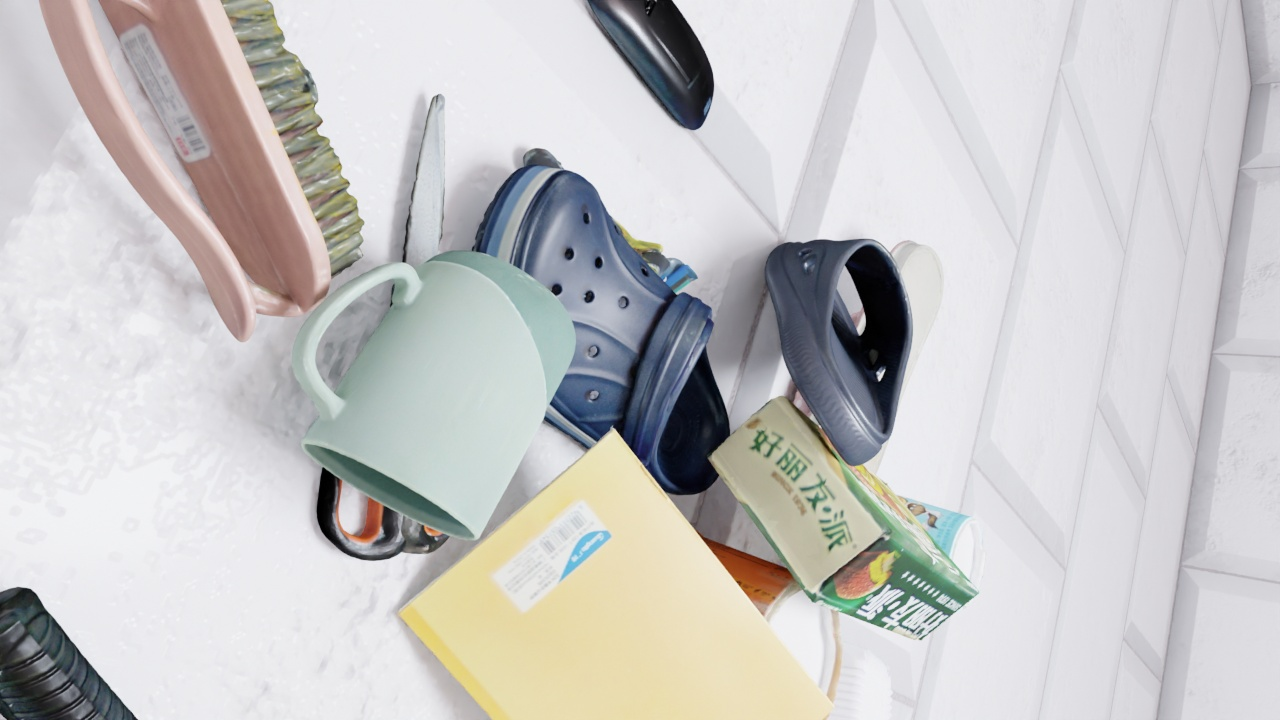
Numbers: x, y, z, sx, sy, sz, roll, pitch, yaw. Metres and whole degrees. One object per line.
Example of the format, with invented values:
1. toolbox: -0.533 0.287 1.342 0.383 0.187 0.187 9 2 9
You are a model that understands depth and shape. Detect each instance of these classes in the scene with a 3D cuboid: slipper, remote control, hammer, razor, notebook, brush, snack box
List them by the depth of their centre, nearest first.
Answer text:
1. brush: -0.160 -0.082 0.348 0.072 0.063 0.146 -44 127 -44
2. hammer: -0.176 0.212 0.380 0.128 0.033 0.301 -45 126 -39
3. notebook: -0.006 0.160 0.490 0.145 0.010 0.206 -40 101 -10
4. slipper: -0.003 0.003 0.523 0.253 0.095 0.104 55 51 -42
5. razor: -0.022 -0.080 0.547 0.043 0.022 0.142 -38 132 13
6. remote control: 0.014 -0.199 0.574 0.136 0.024 0.053 41 64 -44
7. snack box: 0.144 0.114 0.616 0.063 0.114 0.240 -43 144 9
8. slipper: 0.146 -0.023 0.616 0.110 0.083 0.267 54 19 -15
9. slipper: 0.177 0.022 0.767 0.114 0.054 0.274 35 77 -42

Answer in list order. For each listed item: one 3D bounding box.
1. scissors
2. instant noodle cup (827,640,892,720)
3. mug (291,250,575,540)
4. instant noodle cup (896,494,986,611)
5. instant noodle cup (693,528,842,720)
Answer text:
1. scissors: -0.117 -0.017 0.436 0.124 0.022 0.235 -22 111 -47
2. instant noodle cup: 0.163 0.308 0.750 0.138 0.060 0.173 44 48 -50
3. mug: -0.091 0.005 0.395 0.111 0.082 0.106 43 64 -36
4. instant noodle cup: 0.225 0.162 0.791 0.111 0.121 0.111 -7 99 -50
5. instant noodle cup: 0.054 0.189 0.594 0.151 0.112 0.151 -7 99 -50
